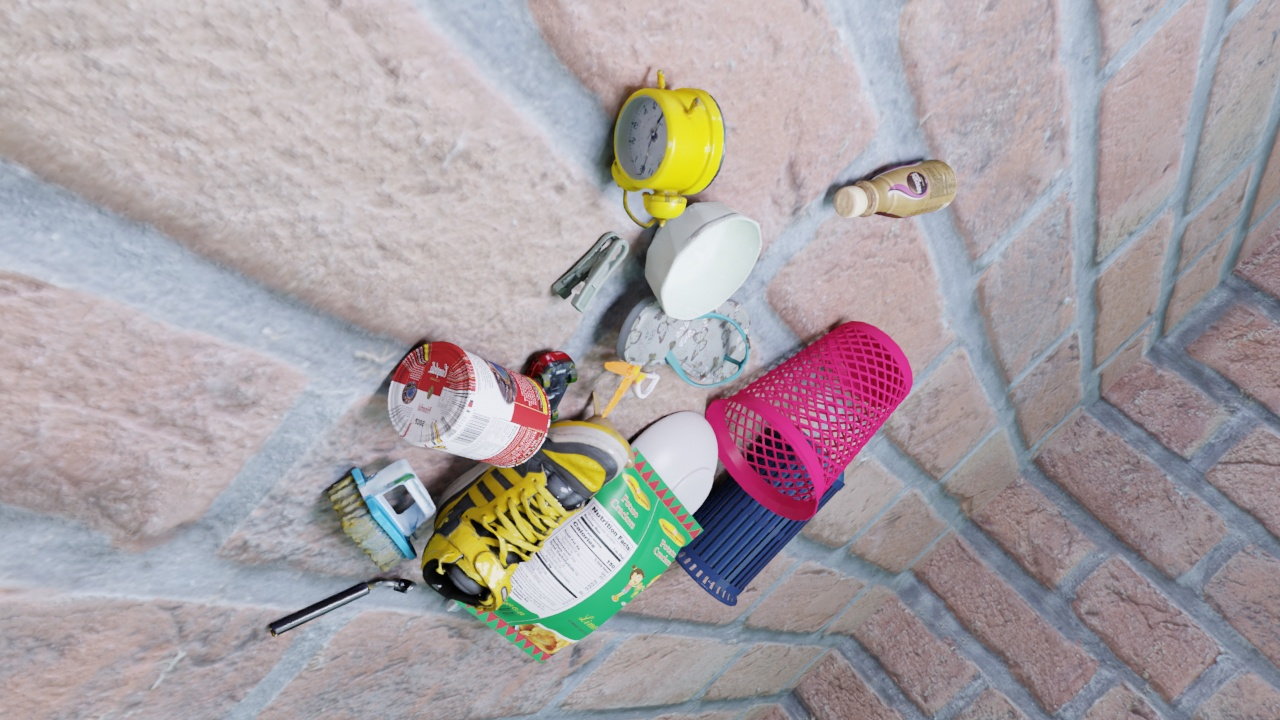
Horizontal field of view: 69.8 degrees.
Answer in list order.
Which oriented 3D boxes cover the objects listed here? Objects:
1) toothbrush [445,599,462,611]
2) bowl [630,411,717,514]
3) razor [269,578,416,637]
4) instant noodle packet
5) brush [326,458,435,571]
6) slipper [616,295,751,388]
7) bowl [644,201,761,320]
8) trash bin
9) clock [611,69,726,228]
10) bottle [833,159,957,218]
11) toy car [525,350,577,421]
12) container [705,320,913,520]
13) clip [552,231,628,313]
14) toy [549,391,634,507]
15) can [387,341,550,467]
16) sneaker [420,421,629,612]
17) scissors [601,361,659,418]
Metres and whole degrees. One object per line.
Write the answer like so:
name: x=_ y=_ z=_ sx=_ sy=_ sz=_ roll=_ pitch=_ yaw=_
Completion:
toothbrush: x=-0.156 y=0.210 z=1.045 sx=0.026 sy=0.027 sz=0.223 roll=27 pitch=110 yaw=-37
bowl: x=0.038 y=0.152 z=1.132 sx=0.176 sy=0.066 sz=0.177 roll=-32 pitch=143 yaw=-28
razor: x=-0.301 y=0.244 z=0.929 sx=0.144 sy=0.022 sz=0.043 roll=-14 pitch=179 yaw=-33
instant noodle packet: x=-0.062 y=0.229 z=1.044 sx=0.252 sy=0.090 sz=0.195 roll=-39 pitch=134 yaw=-3
brush: x=-0.228 y=0.147 z=0.851 sx=0.075 sy=0.055 sz=0.136 roll=-29 pitch=148 yaw=-13
slipper: x=0.069 y=-0.020 z=0.963 sx=0.268 sy=0.055 sz=0.098 roll=13 pitch=105 yaw=-59
bowl: x=0.050 y=-0.100 z=0.852 sx=0.117 sy=0.061 sz=0.118 roll=-29 pitch=147 yaw=-22
trash bin: x=0.169 y=0.214 z=1.317 sx=0.249 sy=0.139 sz=0.139 roll=-48 pitch=149 yaw=6
clock: x=0.018 y=-0.160 z=0.720 sx=0.057 sy=0.083 sz=0.119 roll=-7 pitch=132 yaw=-37
bottle: x=0.279 y=-0.184 z=1.012 sx=0.165 sy=0.059 sz=0.060 roll=-17 pitch=141 yaw=-35
toy car: x=-0.093 y=0.030 z=0.877 sx=0.042 sy=0.036 sz=0.091 roll=-14 pitch=139 yaw=-40
container: x=0.227 y=0.062 z=1.171 sx=0.225 sy=0.183 sz=0.183 roll=-37 pitch=150 yaw=-24
clip: x=-0.037 y=-0.074 z=0.804 sx=0.078 sy=0.050 sz=0.023 roll=-37 pitch=152 yaw=6
toy: x=-0.063 y=0.093 z=0.933 sx=0.134 sy=0.106 sz=0.108 roll=-10 pitch=-174 yaw=34
can: x=-0.143 y=0.040 z=0.782 sx=0.087 sy=0.086 sz=0.116 roll=-47 pitch=150 yaw=8
sneaker: x=-0.115 y=0.147 z=0.842 sx=0.239 sy=0.121 sz=0.086 roll=-31 pitch=120 yaw=33
scissors: x=-0.005 y=0.011 z=0.937 sx=0.125 sy=0.011 sz=0.128 roll=-57 pitch=152 yaw=-20
